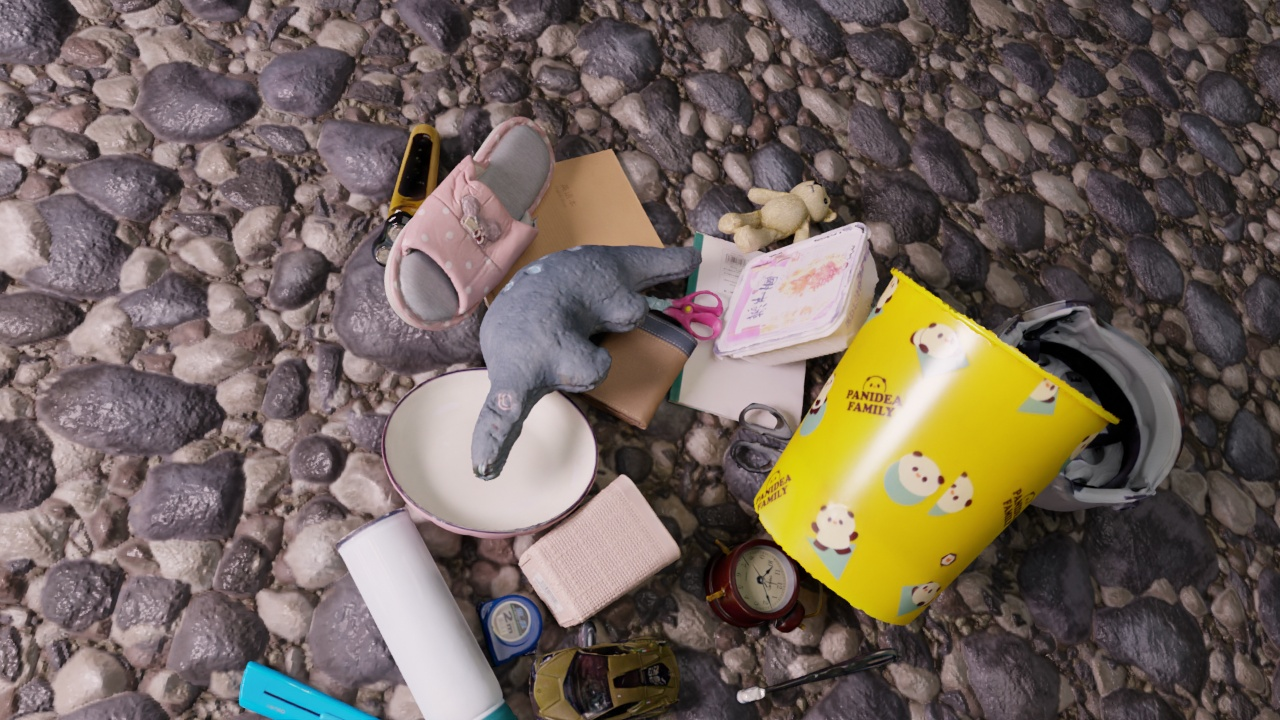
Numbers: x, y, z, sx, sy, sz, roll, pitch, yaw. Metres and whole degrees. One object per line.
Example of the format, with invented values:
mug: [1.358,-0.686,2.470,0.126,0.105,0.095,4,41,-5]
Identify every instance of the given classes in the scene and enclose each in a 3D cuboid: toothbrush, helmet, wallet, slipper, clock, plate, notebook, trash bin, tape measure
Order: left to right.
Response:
slipper: [-0.151,-0.139,0.893,0.114,0.055,0.273,54,49,-32]
plate: [-0.135,0.086,0.830,0.192,0.039,0.192,9,43,-8]
tape measure: [-0.114,0.235,0.810,0.054,0.025,0.058,-13,78,-25]
notebook: [-0.091,-0.141,0.977,0.211,0.012,0.149,-20,75,-25]
wallet: [-0.006,0.005,0.929,0.090,0.033,0.115,26,62,10]
notebook: [0.114,-0.032,1.002,0.150,0.012,0.208,16,65,-12]
clock: [0.119,0.215,0.881,0.122,0.055,0.082,17,64,-14]
toothbrush: [0.175,0.304,0.888,0.180,0.018,0.015,-7,69,-23]
trash bin: [0.250,0.083,0.839,0.229,0.229,0.255,34,103,-4]
helmet: [0.448,0.062,1.004,0.258,0.146,0.229,-4,72,-29]

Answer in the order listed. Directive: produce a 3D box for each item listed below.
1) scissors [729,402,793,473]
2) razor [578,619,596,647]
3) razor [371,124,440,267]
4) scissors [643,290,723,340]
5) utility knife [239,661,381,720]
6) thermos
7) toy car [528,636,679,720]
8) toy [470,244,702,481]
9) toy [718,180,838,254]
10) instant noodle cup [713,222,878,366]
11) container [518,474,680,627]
scissors: [0.178,0.090,0.963,0.173,0.014,0.142,-19,90,-15]
razor: [-0.044,0.302,0.810,0.042,0.022,0.142,17,58,-43]
razor: [-0.225,-0.167,0.915,0.062,0.068,0.167,3,61,-2]
scissors: [0.023,-0.062,0.975,0.135,0.017,0.064,16,65,0]
utility knife: [-0.232,0.301,0.749,0.202,0.018,0.034,27,62,-9]
thermos: [-0.172,0.237,0.769,0.073,0.073,0.224,-26,80,-26]
toy car: [-0.027,0.279,0.792,0.158,0.042,0.070,6,64,-43]
toy: [-0.074,-0.033,0.875,0.138,0.092,0.355,33,52,9]
toy: [0.154,-0.164,1.038,0.156,0.066,0.105,-25,62,-33]
instant noodle cup: [0.166,-0.055,0.939,0.060,0.174,0.137,37,60,-26]
container: [-0.041,0.176,0.826,0.110,0.090,0.090,-33,83,-23]
